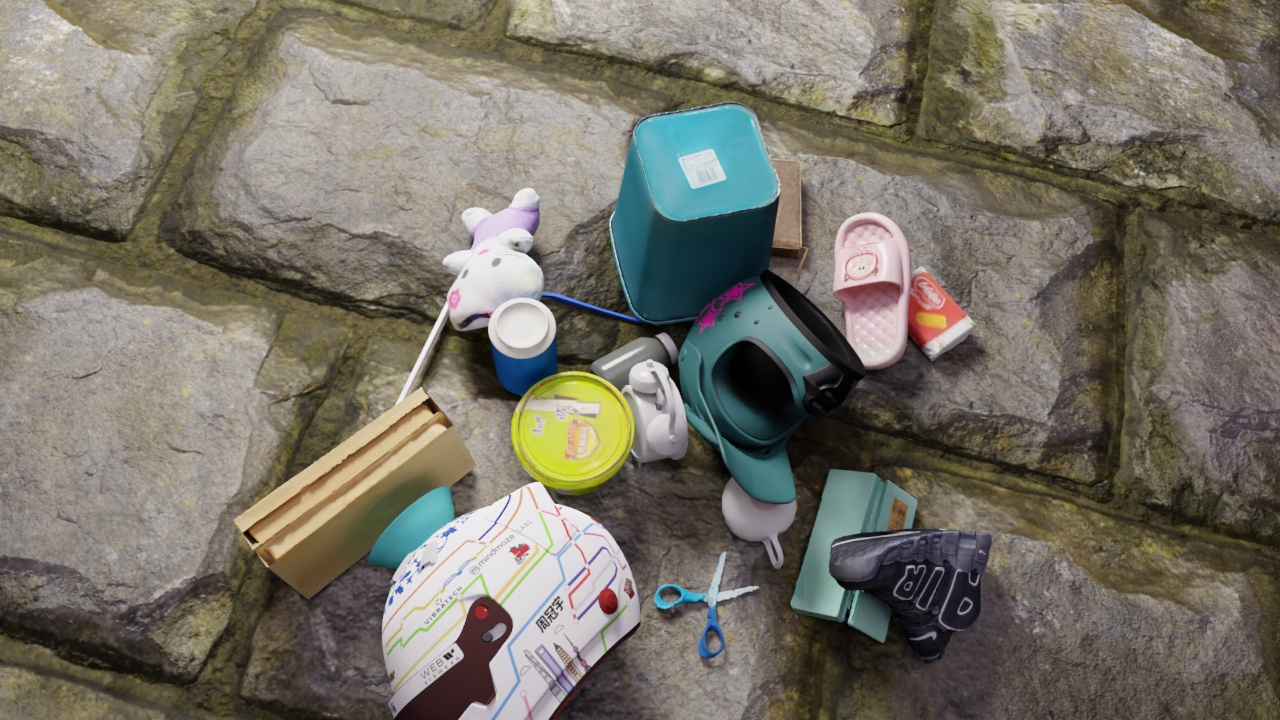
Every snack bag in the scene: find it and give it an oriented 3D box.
[{"bbox_3d":[0.390,-0.064,1.251,0.077,0.036,0.116,-33,73,-16],"label":"snack bag"}]

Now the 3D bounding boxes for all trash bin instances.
[{"bbox_3d":[0.070,-0.186,1.145,0.199,0.219,0.196,-12,68,-8],"label":"trash bin"}]

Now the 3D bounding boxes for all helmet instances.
[{"bbox_3d":[0.142,0.029,1.092,0.176,0.200,0.274,32,20,-26],"label":"helmet"},{"bbox_3d":[-0.153,0.283,0.959,0.236,0.232,0.313,38,64,7],"label":"helmet"}]

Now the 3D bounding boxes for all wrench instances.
[{"bbox_3d":[-0.280,0.002,1.175,0.009,0.047,0.272,19,65,4],"label":"wrench"}]

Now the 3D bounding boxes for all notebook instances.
[{"bbox_3d":[0.125,-0.205,1.293,0.215,0.034,0.189,4,67,-2],"label":"notebook"}]

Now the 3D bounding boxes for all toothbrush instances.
[{"bbox_3d":[-0.089,-0.079,1.237,0.187,0.017,0.011,14,65,0],"label":"toothbrush"}]

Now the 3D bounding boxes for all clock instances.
[{"bbox_3d":[0.021,0.065,1.107,0.061,0.159,0.119,-10,68,-17],"label":"clock"}]

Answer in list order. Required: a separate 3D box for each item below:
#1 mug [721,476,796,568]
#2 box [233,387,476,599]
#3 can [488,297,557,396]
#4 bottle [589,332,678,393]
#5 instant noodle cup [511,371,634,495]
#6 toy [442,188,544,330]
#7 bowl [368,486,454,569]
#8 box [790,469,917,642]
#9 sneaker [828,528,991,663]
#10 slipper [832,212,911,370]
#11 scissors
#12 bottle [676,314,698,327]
[{"bbox_3d":[0.148,0.189,1.105,0.090,0.076,0.123,-14,69,-10],"label":"mug"},{"bbox_3d":[-0.319,0.153,1.060,0.248,0.128,0.092,-39,74,-18],"label":"box"},{"bbox_3d":[-0.143,-0.013,1.132,0.079,0.146,0.078,1,67,-4],"label":"can"},{"bbox_3d":[-0.007,0.007,1.180,0.108,0.060,0.060,-28,72,-14],"label":"bottle"},{"bbox_3d":[-0.081,0.095,1.118,0.146,0.098,0.146,1,67,-2],"label":"instant noodle cup"},{"bbox_3d":[-0.186,-0.125,1.190,0.138,0.085,0.208,-15,47,16],"label":"toy"},{"bbox_3d":[-0.247,0.204,1.047,0.046,0.121,0.121,42,70,13],"label":"bowl"},{"bbox_3d":[0.263,0.234,1.121,0.112,0.078,0.187,29,67,-23],"label":"box"},{"bbox_3d":[0.305,0.271,1.044,0.252,0.097,0.150,3,81,-37],"label":"sneaker"},{"bbox_3d":[0.309,-0.095,1.226,0.107,0.055,0.221,-13,71,37],"label":"slipper"},{"bbox_3d":[0.084,0.294,1.093,0.127,0.014,0.127,-12,65,-13],"label":"scissors"},{"bbox_3d":[0.059,-0.068,1.232,0.033,0.033,0.123,-39,75,-18],"label":"bottle"}]
